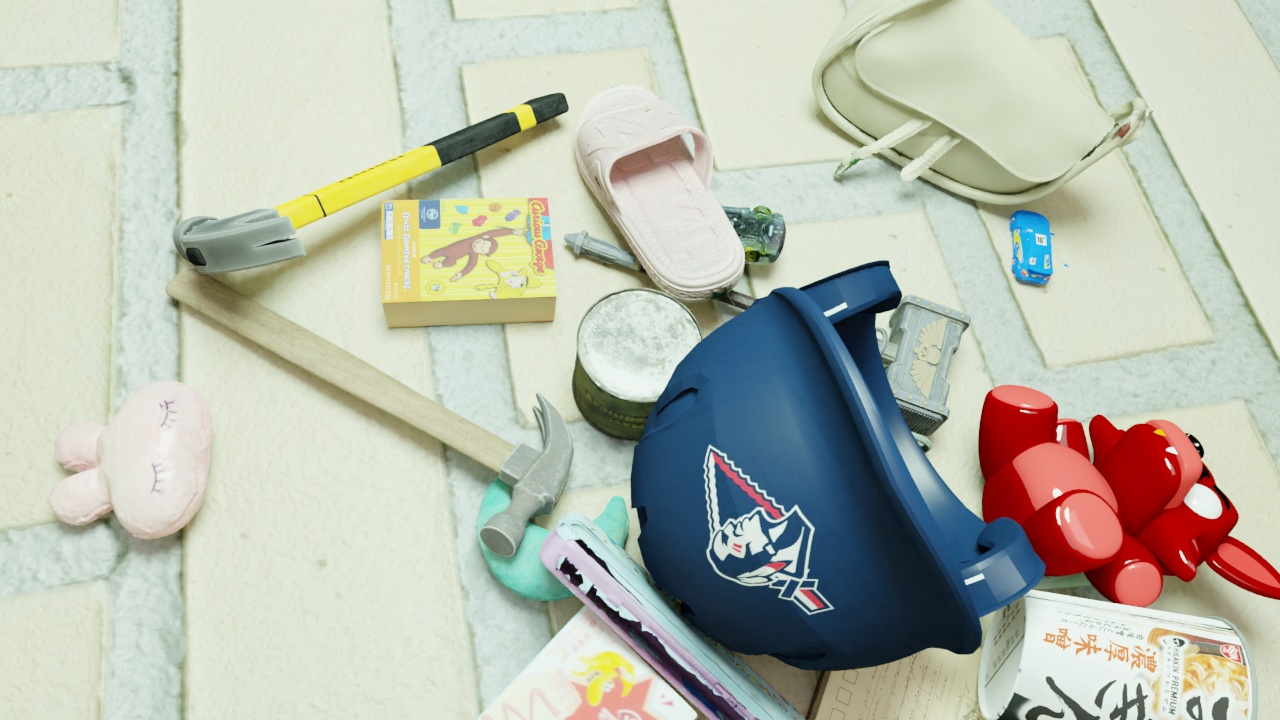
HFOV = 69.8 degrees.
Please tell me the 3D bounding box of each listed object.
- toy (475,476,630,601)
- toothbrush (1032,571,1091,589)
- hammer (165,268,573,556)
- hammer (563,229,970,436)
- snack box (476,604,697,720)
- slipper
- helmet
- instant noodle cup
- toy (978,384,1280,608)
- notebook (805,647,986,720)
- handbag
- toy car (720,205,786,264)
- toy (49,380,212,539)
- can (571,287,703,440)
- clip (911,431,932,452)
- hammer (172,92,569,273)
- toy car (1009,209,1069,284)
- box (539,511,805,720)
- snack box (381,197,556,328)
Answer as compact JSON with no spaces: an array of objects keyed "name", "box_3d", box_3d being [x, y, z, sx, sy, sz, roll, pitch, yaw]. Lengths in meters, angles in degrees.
[{"name":"toy","box_3d":[-0.062,0.124,0.628,0.105,0.033,0.084,10,53,-3]},{"name":"toothbrush","box_3d":[0.300,0.162,0.670,0.154,0.015,0.022,-7,101,-11]},{"name":"hammer","box_3d":[-0.198,0.017,0.654,0.331,0.031,0.119,26,45,11]},{"name":"hammer","box_3d":[0.091,-0.043,0.724,0.322,0.044,0.098,20,64,4]},{"name":"snack box","box_3d":[-0.034,0.220,0.559,0.095,0.080,0.092,43,67,11]},{"name":"slipper","box_3d":[0.010,-0.150,0.726,0.094,0.064,0.239,-18,57,-11]},{"name":"helmet","box_3d":[0.104,0.073,0.544,0.223,0.272,0.232,-25,85,-8]},{"name":"instant noodle cup","box_3d":[0.288,0.203,0.577,0.122,0.124,0.123,16,64,9]},{"name":"toy","box_3d":[0.344,0.097,0.653,0.197,0.121,0.158,5,39,-11]},{"name":"notebook","box_3d":[0.218,0.274,0.602,0.225,0.024,0.167,25,63,4]},{"name":"handbag","box_3d":[0.262,-0.211,0.757,0.229,0.184,0.131,35,67,-10]},{"name":"toy car","box_3d":[0.065,-0.103,0.750,0.105,0.033,0.048,9,61,11]},{"name":"toy","box_3d":[-0.336,0.068,0.606,0.105,0.053,0.108,-13,68,2]},{"name":"can","box_3d":[-0.004,0.004,0.667,0.090,0.075,0.089,3,64,-6]},{"name":"clip","box_3d":[0.183,0.059,0.698,0.076,0.023,0.044,25,66,6]},{"name":"hammer","box_3d":[-0.184,-0.144,0.698,0.323,0.170,0.034,-33,117,-31]},{"name":"toy car","box_3d":[0.341,-0.101,0.773,0.033,0.062,0.091,10,64,-4]},{"name":"box","box_3d":[0.024,0.176,0.569,0.214,0.076,0.033,43,86,-1]},{"name":"snack box","box_3d":[-0.132,-0.076,0.704,0.125,0.040,0.088,-3,66,-10]}]
